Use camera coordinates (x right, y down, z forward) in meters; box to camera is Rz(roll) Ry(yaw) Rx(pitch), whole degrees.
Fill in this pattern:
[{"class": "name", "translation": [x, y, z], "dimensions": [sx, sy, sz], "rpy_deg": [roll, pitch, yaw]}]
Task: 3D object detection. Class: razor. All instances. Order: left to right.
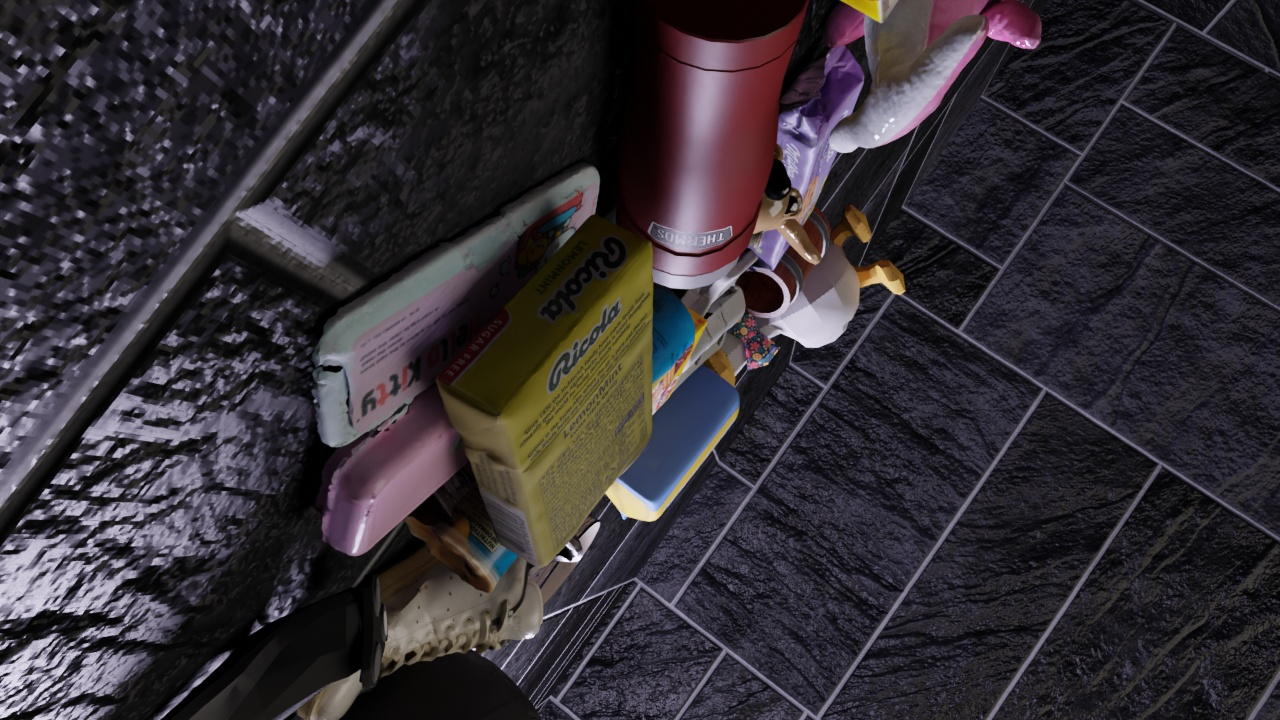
[{"class": "razor", "translation": [-0.201, 0.174, 0.483], "dimensions": [0.155, 0.060, 0.057], "rpy_deg": [-26, 143, -27]}]

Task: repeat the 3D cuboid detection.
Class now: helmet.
[{"class": "helmet", "translation": [-0.147, 0.306, 0.678], "dimensions": [0.164, 0.170, 0.265], "rpy_deg": [-55, 170, -7]}]

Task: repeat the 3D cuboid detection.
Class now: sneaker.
[{"class": "sneaker", "translation": [-0.128, 0.178, 0.649], "dimensions": [0.240, 0.102, 0.089], "rpy_deg": [-42, 163, -44]}]

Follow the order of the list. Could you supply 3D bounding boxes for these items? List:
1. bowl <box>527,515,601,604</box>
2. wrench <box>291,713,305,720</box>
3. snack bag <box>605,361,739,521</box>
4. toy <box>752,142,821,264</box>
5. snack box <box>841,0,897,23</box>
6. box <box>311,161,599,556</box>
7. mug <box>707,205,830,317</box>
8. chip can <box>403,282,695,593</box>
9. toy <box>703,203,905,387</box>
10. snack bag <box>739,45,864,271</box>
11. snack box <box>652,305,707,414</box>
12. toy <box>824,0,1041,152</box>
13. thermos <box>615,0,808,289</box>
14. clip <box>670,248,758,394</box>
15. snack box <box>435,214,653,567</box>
[{"class": "bowl", "translation": [-0.097, 0.188, 0.911], "dimensions": [0.115, 0.059, 0.116], "rpy_deg": [-51, 168, -16]}, {"class": "wrench", "translation": [-0.186, 0.208, 0.721], "dimensions": [0.272, 0.018, 0.066], "rpy_deg": [-48, 167, -34]}, {"class": "snack bag", "translation": [0.024, 0.097, 1.019], "dimensions": [0.158, 0.102, 0.205], "rpy_deg": [-50, 166, -15]}, {"class": "toy", "translation": [0.061, -0.110, 0.638], "dimensions": [0.108, 0.134, 0.106], "rpy_deg": [-25, -174, -10]}, {"class": "snack box", "translation": [0.136, -0.281, 0.500], "dimensions": [0.110, 0.062, 0.230], "rpy_deg": [-57, 168, 11]}, {"class": "box", "translation": [-0.083, -0.002, 0.469], "dimensions": [0.200, 0.045, 0.155], "rpy_deg": [-44, 164, -44]}, {"class": "mug", "translation": [0.127, -0.100, 0.950], "dimensions": [0.118, 0.081, 0.110], "rpy_deg": [-15, -148, 44]}, {"class": "chip can", "translation": [-0.056, 0.039, 0.606], "dimensions": [0.229, 0.080, 0.080], "rpy_deg": [-50, 168, -27]}, {"class": "toy", "translation": [0.165, -0.067, 1.081], "dimensions": [0.268, 0.141, 0.246], "rpy_deg": [-33, -168, 16]}, {"class": "snack bag", "translation": [0.132, -0.174, 0.809], "dimensions": [0.096, 0.058, 0.206], "rpy_deg": [-53, 166, -30]}, {"class": "snack box", "translation": [-0.004, 0.004, 0.754], "dimensions": [0.083, 0.061, 0.106], "rpy_deg": [-44, 165, -43]}, {"class": "toy", "translation": [0.226, -0.257, 0.664], "dimensions": [0.187, 0.128, 0.265], "rpy_deg": [-37, -151, 60]}, {"class": "thermos", "translation": [0.032, -0.131, 0.489], "dimensions": [0.199, 0.084, 0.107], "rpy_deg": [96, -3, -63]}, {"class": "clip", "translation": [0.051, -0.054, 0.869], "dimensions": [0.125, 0.092, 0.152], "rpy_deg": [-44, 151, -48]}, {"class": "snack box", "translation": [-0.041, 0.025, 0.487], "dimensions": [0.121, 0.045, 0.181], "rpy_deg": [-51, 158, -28]}]
